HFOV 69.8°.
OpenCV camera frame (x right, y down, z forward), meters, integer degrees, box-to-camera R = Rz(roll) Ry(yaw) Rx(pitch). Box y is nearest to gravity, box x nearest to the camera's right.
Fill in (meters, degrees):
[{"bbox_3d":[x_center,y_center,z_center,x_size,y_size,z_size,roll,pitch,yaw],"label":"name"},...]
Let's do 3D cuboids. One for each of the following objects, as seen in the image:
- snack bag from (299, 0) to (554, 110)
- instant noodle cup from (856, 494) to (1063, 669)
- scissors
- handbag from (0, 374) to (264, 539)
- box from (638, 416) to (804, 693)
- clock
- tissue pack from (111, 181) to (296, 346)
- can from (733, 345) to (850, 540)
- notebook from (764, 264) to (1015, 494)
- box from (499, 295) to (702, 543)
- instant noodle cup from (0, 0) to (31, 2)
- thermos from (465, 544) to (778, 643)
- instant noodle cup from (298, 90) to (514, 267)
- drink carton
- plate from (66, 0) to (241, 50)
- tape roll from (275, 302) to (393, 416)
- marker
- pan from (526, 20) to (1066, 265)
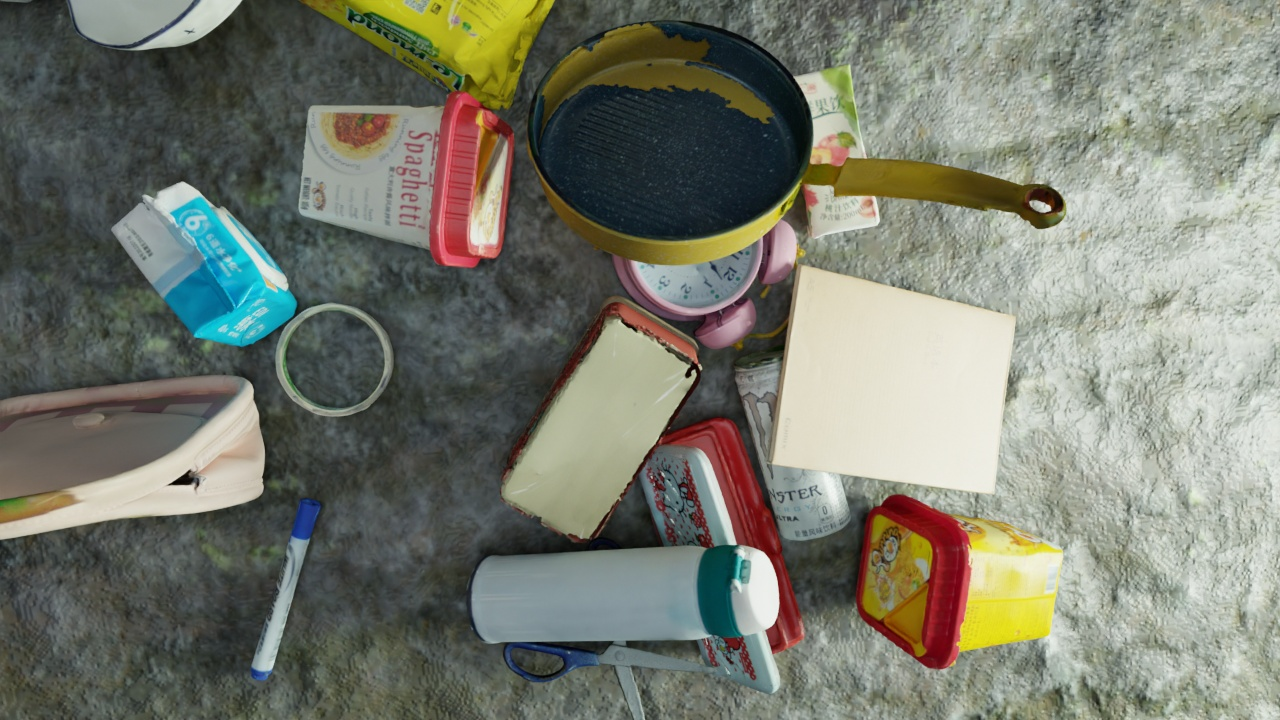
[{"bbox_3d":[-0.167,-0.302,0.648,0.246,0.068,0.158,30,92,-9],"label":"snack bag"},{"bbox_3d":[0.253,0.171,0.724,0.123,0.116,0.116,4,96,-18],"label":"instant noodle cup"},{"bbox_3d":[-0.024,0.223,0.729,0.174,0.012,0.162,3,86,7],"label":"scissors"},{"bbox_3d":[-0.362,0.075,0.582,0.193,0.234,0.093,-6,98,-6],"label":"handbag"},{"bbox_3d":[0.065,0.152,0.704,0.095,0.098,0.201,-19,98,-3],"label":"box"},{"bbox_3d":[0.053,-0.076,0.697,0.158,0.060,0.117,34,92,-9],"label":"clock"},{"bbox_3d":[-0.289,-0.062,0.626,0.063,0.140,0.090,-38,93,-10],"label":"tissue pack"},{"bbox_3d":[0.119,0.064,0.720,0.058,0.058,0.147,-18,98,-4],"label":"can"},{"bbox_3d":[0.200,0.019,0.713,0.211,0.012,0.149,10,87,-22],"label":"notebook"},{"bbox_3d":[-0.032,0.046,0.675,0.091,0.077,0.168,31,105,-8],"label":"box"},{"bbox_3d":[-0.421,-0.315,0.595,0.060,0.138,0.173,8,96,-28],"label":"instant noodle cup"},{"bbox_3d":[-0.013,0.171,0.665,0.225,0.073,0.073,-8,97,24],"label":"thermos"},{"bbox_3d":[-0.164,-0.129,0.649,0.124,0.116,0.116,8,95,5],"label":"instant noodle cup"},{"bbox_3d":[0.144,-0.159,0.705,0.053,0.045,0.122,-12,96,6],"label":"drink carton"},{"bbox_3d":[-0.309,-0.300,0.599,0.205,0.045,0.205,-1,88,28],"label":"plate"},{"bbox_3d":[-0.233,0.000,0.699,0.086,0.014,0.086,-1,96,-6],"label":"tape roll"},{"bbox_3d":[-0.276,0.178,0.712,0.017,0.017,0.146,17,94,-8],"label":"marker"},{"bbox_3d":[0.094,-0.136,0.618,0.357,0.078,0.197,21,65,10],"label":"pan"}]
